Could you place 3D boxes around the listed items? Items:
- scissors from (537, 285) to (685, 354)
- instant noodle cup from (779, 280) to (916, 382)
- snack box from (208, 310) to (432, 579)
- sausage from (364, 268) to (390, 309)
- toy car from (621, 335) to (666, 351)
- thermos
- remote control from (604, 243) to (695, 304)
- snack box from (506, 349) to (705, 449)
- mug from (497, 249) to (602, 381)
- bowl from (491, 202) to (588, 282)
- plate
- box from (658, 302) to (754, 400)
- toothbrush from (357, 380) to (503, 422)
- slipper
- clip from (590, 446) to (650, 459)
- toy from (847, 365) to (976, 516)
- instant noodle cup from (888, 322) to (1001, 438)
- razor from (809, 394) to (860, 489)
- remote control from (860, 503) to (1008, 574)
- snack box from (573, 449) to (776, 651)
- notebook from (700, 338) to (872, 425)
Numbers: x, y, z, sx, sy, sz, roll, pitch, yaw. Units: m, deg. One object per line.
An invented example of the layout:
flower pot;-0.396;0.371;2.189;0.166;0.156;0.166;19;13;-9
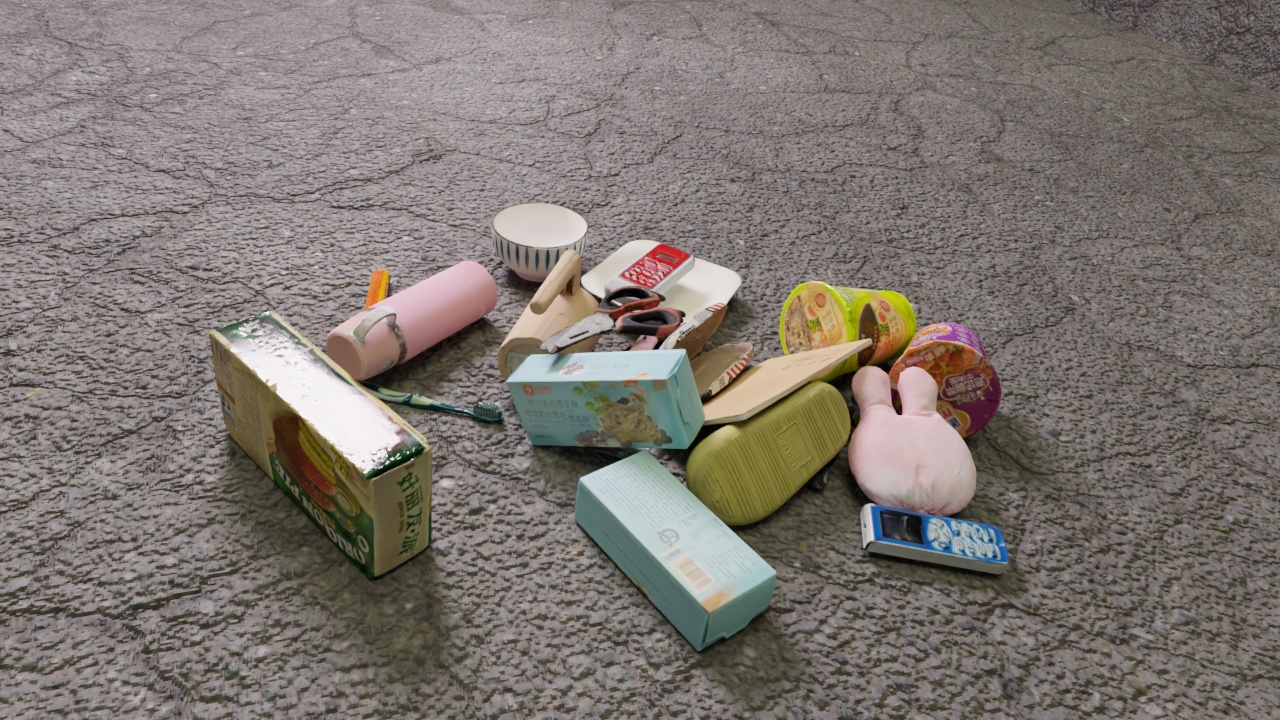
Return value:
scissors;-0.022;-0.032;0.916;0.185;0.015;0.208;15;28;-13
instant noodle cup;0.238;-0.036;1.024;0.123;0.112;0.111;-7;38;-32
snack box;-0.270;0.064;0.766;0.240;0.115;0.063;32;41;30
sausage;-0.293;-0.058;1.013;0.021;0.021;0.165;1;36;-10
toy car;-0.006;0.006;0.953;0.037;0.056;0.122;24;37;9
thermos;-0.230;-0.049;0.948;0.067;0.087;0.198;44;39;8
remote control;0.012;-0.100;1.074;0.056;0.020;0.135;25;39;20
snack box;-0.033;0.035;0.836;0.175;0.074;0.051;-2;32;29
mug;-0.089;-0.035;0.935;0.084;0.125;0.103;15;38;8
bowl;-0.123;-0.138;1.120;0.116;0.066;0.116;4;36;-3
plate;0.025;-0.083;1.101;0.164;0.034;0.163;23;38;20
box;0.056;-0.013;0.958;0.076;0.087;0.162;-8;18;34
toothbrush;-0.227;0.035;0.900;0.191;0.018;0.016;12;34;4
slipper;0.113;0.085;0.858;0.190;0.091;0.082;-28;8;-27
clip;-0.018;0.083;0.876;0.058;0.038;0.026;17;34;14
toy;0.257;0.077;0.883;0.121;0.054;0.159;3;58;-6
instant noodle cup;0.322;0.014;0.970;0.111;0.112;0.099;18;28;13
razor;0.197;0.084;0.914;0.042;0.022;0.142;55;44;-11
remote control;0.260;0.160;0.817;0.125;0.024;0.048;11;35;2
snack box;0.024;0.151;0.758;0.074;0.052;0.175;-19;45;-35
notebook;0.116;0.025;0.914;0.207;0.008;0.148;-26;8;-39
